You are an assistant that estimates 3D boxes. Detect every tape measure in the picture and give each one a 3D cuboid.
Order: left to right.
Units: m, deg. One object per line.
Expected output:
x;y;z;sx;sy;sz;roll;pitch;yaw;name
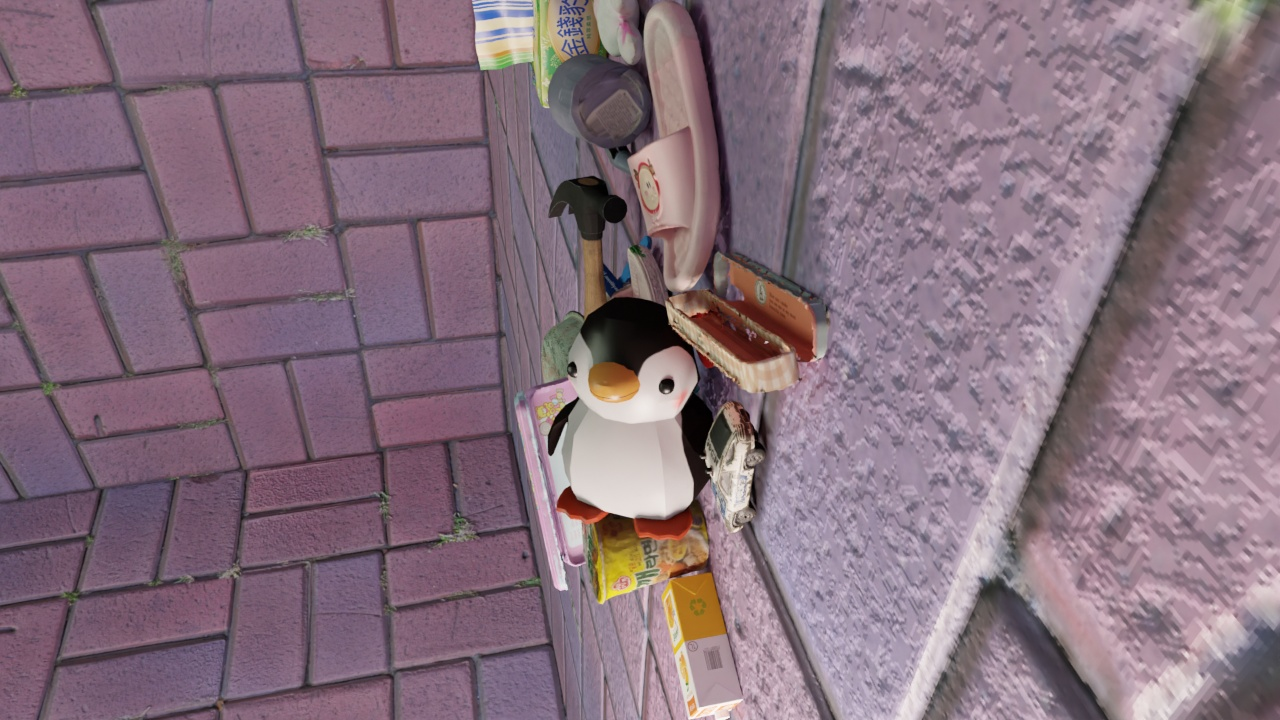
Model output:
0.054;-0.025;0.728;0.051;0.019;0.059;145;108;-79;tape measure

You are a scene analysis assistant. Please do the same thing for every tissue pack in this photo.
-0.114;-0.388;1.017;0.120;0.141;0.198;-113;19;-52;tissue pack

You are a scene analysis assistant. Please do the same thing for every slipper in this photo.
-0.005;0.005;0.928;0.094;0.064;0.239;-128;31;-68;slipper
0.024;-0.162;0.709;0.107;0.055;0.221;-159;64;-75;slipper

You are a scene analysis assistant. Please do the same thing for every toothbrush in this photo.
-0.007;-0.101;1.007;0.167;0.014;0.016;132;130;-69;toothbrush

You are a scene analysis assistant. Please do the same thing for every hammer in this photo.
-0.050;-0.048;1.011;0.132;0.040;0.306;40;138;53;hammer

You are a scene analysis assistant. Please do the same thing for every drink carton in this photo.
0.056;0.266;0.845;0.059;0.040;0.122;103;157;-59;drink carton

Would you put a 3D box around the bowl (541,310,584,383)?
-0.086;0.019;1.141;0.157;0.038;0.158;43;139;53;bowl

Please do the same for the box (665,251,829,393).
0.063;-0.030;0.604;0.076;0.054;0.187;-62;20;7;box

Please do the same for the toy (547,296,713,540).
0.000;0.030;0.761;0.139;0.159;0.184;-54;-32;-52;toy

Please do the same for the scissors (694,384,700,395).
0.010;0.041;0.866;0.113;0.013;0.141;28;141;24;scissors

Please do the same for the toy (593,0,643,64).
-0.021;-0.326;0.866;0.125;0.037;0.076;-117;20;-60;toy

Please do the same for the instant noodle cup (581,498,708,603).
0.003;0.173;0.871;0.102;0.108;0.102;172;91;-78;instant noodle cup

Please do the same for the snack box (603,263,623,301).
-0.034;-0.031;1.080;0.082;0.026;0.150;-125;26;-47;snack box

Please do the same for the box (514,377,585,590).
-0.090;0.132;1.013;0.139;0.062;0.214;-27;-73;-63;box

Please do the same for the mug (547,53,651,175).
-0.032;-0.237;0.902;0.124;0.084;0.104;62;176;-26;mug

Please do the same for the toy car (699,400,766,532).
0.066;0.083;0.691;0.048;0.040;0.113;-109;16;-49;toy car
